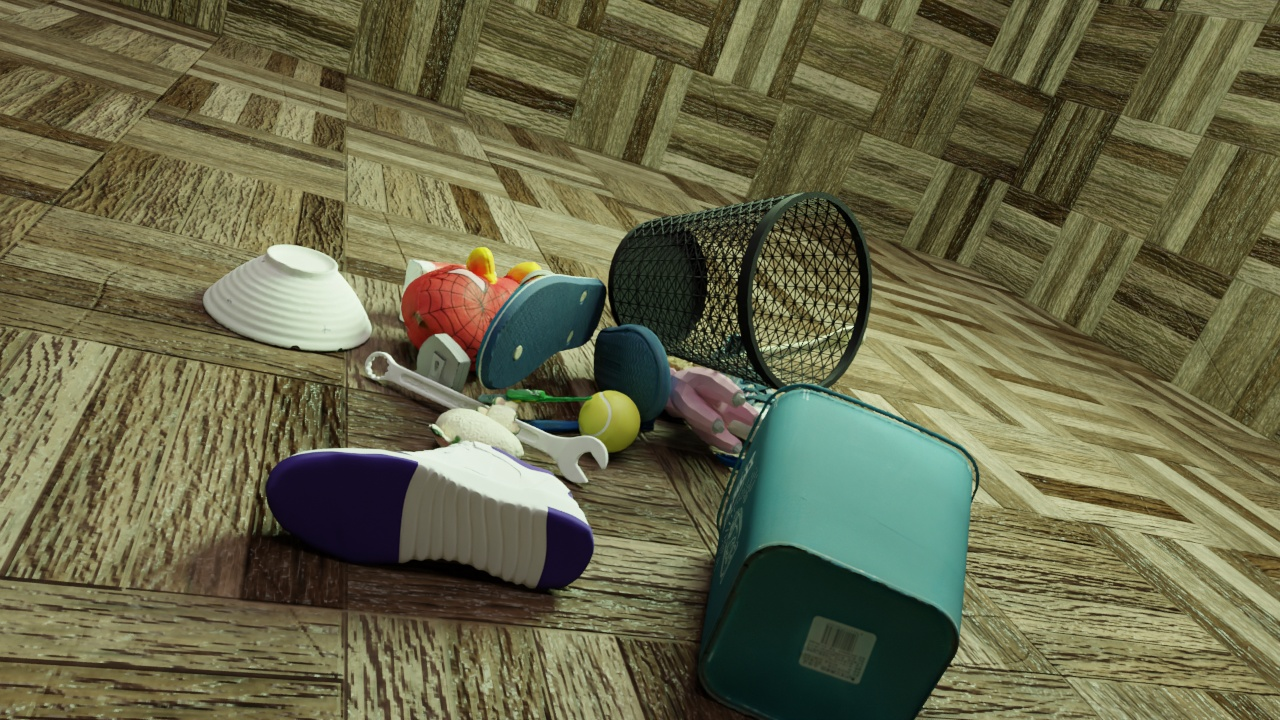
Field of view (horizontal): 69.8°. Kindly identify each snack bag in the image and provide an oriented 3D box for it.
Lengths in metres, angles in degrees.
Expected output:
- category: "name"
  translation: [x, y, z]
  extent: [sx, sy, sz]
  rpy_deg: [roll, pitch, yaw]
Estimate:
- category: "snack bag"
  translation: [-0.236, -0.081, 1.133]
  extent: [0.115, 0.077, 0.036]
  rpy_deg: [1, 16, -45]

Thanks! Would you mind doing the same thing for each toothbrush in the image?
- category: "toothbrush"
  translation: [-0.054, 0.068, 1.008]
  extent: [0.189, 0.017, 0.016]
  rpy_deg: [2, 21, -42]

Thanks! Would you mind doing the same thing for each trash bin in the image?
- category: "trash bin"
  translation: [0.152, 0.164, 0.721]
  extent: [0.199, 0.197, 0.218]
  rpy_deg: [22, 25, 7]
- category: "trash bin"
  translation: [0.102, -0.082, 1.064]
  extent: [0.216, 0.217, 0.244]
  rpy_deg: [2, 5, -43]

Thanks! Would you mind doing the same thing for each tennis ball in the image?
- category: "tennis ball"
  translation: [-0.033, 0.064, 0.966]
  extent: [0.065, 0.065, 0.065]
  rpy_deg: [18, 19, -7]

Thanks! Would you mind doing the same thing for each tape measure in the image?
- category: "tape measure"
  translation: [-0.207, 0.008, 0.950]
  extent: [0.060, 0.062, 0.020]
  rpy_deg: [36, 24, 29]

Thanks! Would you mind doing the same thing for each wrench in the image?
- category: "wrench"
  translation: [-0.157, 0.052, 0.912]
  extent: [0.273, 0.047, 0.009]
  rpy_deg: [23, 1, 13]

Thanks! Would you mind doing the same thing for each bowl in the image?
- category: "bowl"
  translation: [-0.376, -0.080, 1.001]
  extent: [0.177, 0.071, 0.177]
  rpy_deg: [18, 20, -7]

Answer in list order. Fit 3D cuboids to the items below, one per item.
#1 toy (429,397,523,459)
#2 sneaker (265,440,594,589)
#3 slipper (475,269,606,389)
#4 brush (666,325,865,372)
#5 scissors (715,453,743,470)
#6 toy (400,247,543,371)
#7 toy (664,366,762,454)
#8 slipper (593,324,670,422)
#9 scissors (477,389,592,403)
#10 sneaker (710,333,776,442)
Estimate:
- category: "toy"
  translation: [-0.149, 0.071, 0.854]
  extent: [0.087, 0.050, 0.112]
  rpy_deg: [23, 15, 11]
- category: "sneaker"
  translation: [-0.157, 0.100, 0.716]
  extent: [0.244, 0.092, 0.111]
  rpy_deg: [18, 18, -20]
- category: "slipper"
  translation: [-0.112, -0.048, 0.997]
  extent: [0.060, 0.118, 0.294]
  rpy_deg: [26, 17, 13]
- category: "brush"
  translation: [0.144, -0.005, 1.148]
  extent: [0.273, 0.062, 0.077]
  rpy_deg: [-10, 39, 22]
- category: "scissors"
  translation: [0.140, 0.133, 1.039]
  extent: [0.133, 0.014, 0.127]
  rpy_deg: [26, 18, 16]
- category: "toy"
  translation: [-0.185, -0.051, 1.068]
  extent: [0.215, 0.099, 0.147]
  rpy_deg: [-11, 70, -55]
- category: "toy"
  translation: [0.067, 0.047, 1.072]
  extent: [0.157, 0.067, 0.123]
  rpy_deg: [31, -9, 43]
- category: "slipper"
  translation: [-0.006, 0.006, 1.057]
  extent: [0.059, 0.104, 0.214]
  rpy_deg: [1, 10, -20]
- category: "scissors"
  translation: [-0.114, 0.039, 0.955]
  extent: [0.132, 0.011, 0.125]
  rpy_deg: [-1, -7, 21]
- category: "sneaker"
  translation: [0.137, 0.033, 1.202]
  extent: [0.087, 0.079, 0.235]
  rpy_deg: [14, 20, -18]
